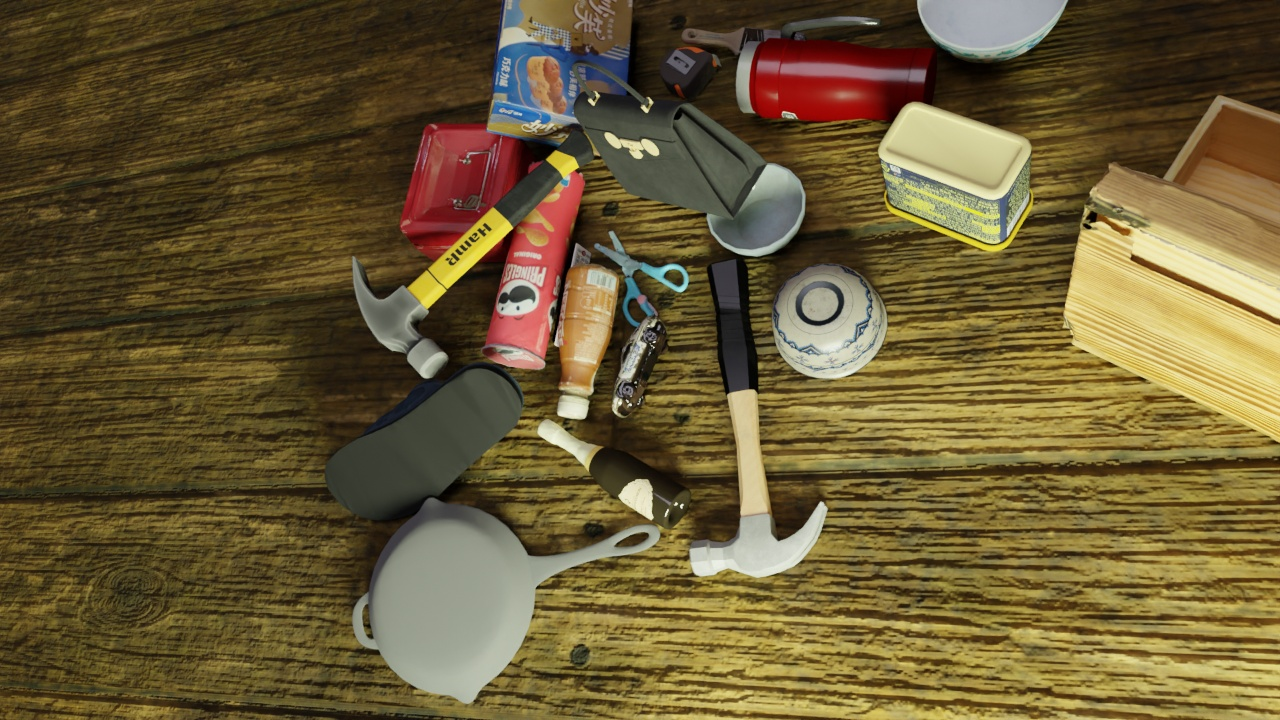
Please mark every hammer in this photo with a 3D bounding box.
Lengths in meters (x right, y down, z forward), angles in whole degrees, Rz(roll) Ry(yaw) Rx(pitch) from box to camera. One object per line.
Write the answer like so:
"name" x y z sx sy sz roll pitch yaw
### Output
"hammer" -0.177 -0.141 1.018 0.324 0.034 0.170 -44 68 -6
"hammer" 0.104 0.049 0.921 0.131 0.039 0.327 -11 67 16

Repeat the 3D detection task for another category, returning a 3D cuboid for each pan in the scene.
"pan" -0.148 0.229 0.952 0.355 0.024 0.216 -19 71 11

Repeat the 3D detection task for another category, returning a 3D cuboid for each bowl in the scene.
"bowl" 0.363 -0.359 0.946 0.144 0.074 0.143 -7 68 19
"bowl" 0.128 -0.156 0.985 0.106 0.039 0.106 -7 68 19
"bowl" 0.183 -0.045 0.911 0.116 0.059 0.115 -7 68 19

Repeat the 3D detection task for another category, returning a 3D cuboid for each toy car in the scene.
"toy car" -0.006 0.006 0.973 0.040 0.048 0.112 19 79 22

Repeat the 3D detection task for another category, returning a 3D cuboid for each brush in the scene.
"brush" 0.121 -0.372 1.071 0.151 0.012 0.038 10 72 14

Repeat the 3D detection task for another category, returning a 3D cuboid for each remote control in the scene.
"remote control" -0.079 -0.071 1.043 0.012 0.028 0.124 -1 70 35

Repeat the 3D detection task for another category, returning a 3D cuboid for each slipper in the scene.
"slipper" -0.233 0.083 1.025 0.266 0.083 0.109 -35 106 19

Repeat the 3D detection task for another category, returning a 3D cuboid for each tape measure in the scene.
"tape measure" 0.053 -0.345 1.086 0.059 0.038 0.058 38 87 28

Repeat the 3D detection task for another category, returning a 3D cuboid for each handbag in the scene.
"handbag" 0.003 -0.244 0.952 0.176 0.195 0.072 24 80 47

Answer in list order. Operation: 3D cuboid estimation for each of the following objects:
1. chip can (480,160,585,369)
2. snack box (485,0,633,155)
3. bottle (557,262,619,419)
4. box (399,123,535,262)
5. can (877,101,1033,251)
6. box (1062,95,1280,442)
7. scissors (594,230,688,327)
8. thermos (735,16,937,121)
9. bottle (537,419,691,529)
"chip can" -0.120 -0.110 1.050 0.073 0.073 0.232 4 72 23
"snack box" -0.094 -0.359 1.090 0.155 0.069 0.202 9 70 -15
"bottle" -0.063 -0.020 1.001 0.059 0.059 0.167 3 77 23
"box" -0.205 -0.201 1.113 0.130 0.098 0.157 3 69 18
"can" 0.304 -0.179 0.886 0.135 0.104 0.075 29 83 28
"box" 0.488 -0.069 0.649 0.279 0.336 0.286 32 87 26
"scissors" 0.003 -0.108 1.033 0.095 0.015 0.142 -30 66 10
"thermos" 0.208 -0.310 0.978 0.199 0.083 0.108 11 110 23
"bottle" -0.034 0.109 0.948 0.185 0.045 0.045 28 83 28
